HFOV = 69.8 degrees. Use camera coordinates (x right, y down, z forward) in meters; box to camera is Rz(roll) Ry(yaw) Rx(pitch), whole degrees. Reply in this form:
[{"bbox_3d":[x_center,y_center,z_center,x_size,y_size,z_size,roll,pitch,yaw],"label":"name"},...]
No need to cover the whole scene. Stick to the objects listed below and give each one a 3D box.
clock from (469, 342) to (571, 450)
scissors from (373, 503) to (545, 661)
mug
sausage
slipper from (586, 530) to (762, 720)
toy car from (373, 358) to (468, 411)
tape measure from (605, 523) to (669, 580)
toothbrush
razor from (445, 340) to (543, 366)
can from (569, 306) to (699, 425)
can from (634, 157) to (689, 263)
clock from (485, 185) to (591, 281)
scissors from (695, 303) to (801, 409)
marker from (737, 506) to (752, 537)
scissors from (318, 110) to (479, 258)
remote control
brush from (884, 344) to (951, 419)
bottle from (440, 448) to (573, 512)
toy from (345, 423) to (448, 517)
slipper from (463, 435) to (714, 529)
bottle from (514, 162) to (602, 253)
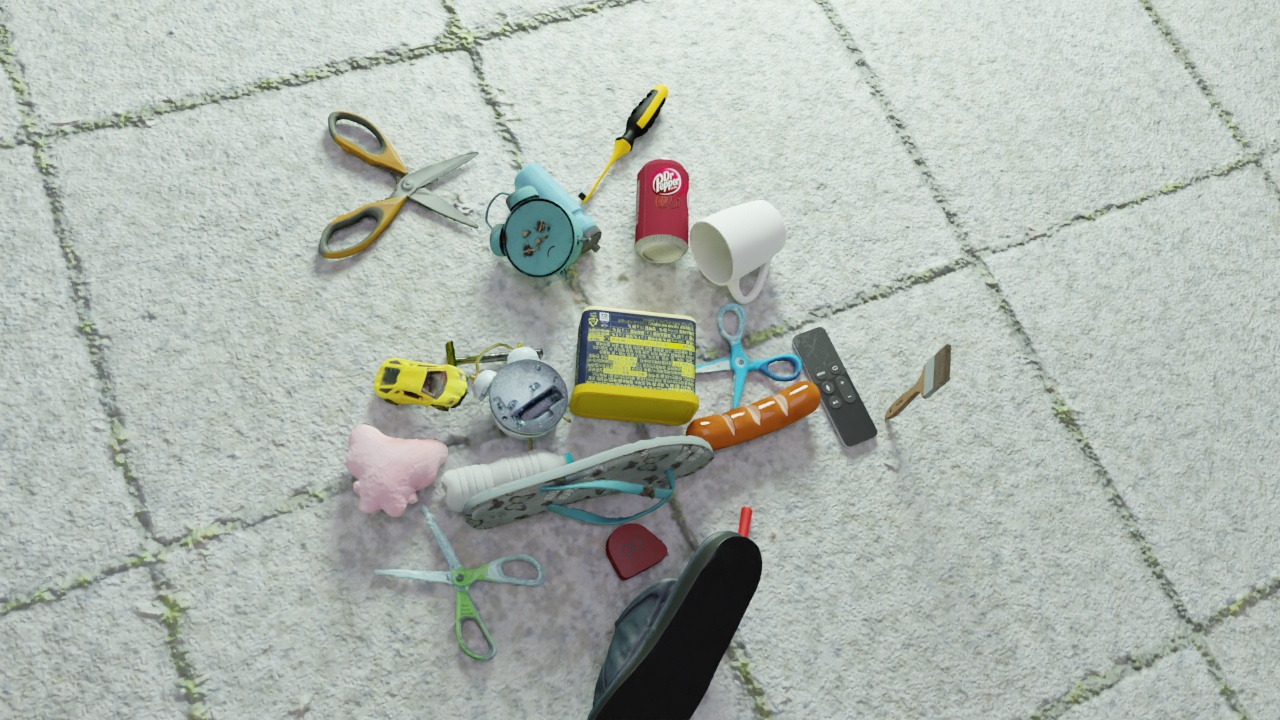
[{"bbox_3d":[-0.129,0.032,0.979,0.083,0.057,0.117,-35,84,-17],"label":"clock"},{"bbox_3d":[-0.177,0.218,0.931,0.165,0.024,0.171,-25,78,-12],"label":"scissors"},{"bbox_3d":[0.122,-0.127,1.086,0.087,0.081,0.114,-28,108,-25],"label":"mug"},{"bbox_3d":[0.127,0.065,1.023,0.164,0.044,0.039,-18,33,-16],"label":"sausage"},{"bbox_3d":[0.018,0.280,0.911,0.109,0.083,0.265,40,78,-35],"label":"slipper"},{"bbox_3d":[-0.231,0.024,0.969,0.107,0.030,0.049,6,67,17],"label":"toy car"},{"bbox_3d":[-0.006,0.197,0.963,0.058,0.019,0.051,-23,73,-24],"label":"tape measure"},{"bbox_3d":[-0.019,-0.269,1.134,0.031,0.031,0.196,40,70,-21],"label":"toothbrush"},{"bbox_3d":[-0.160,-0.003,1.012,0.105,0.026,0.042,-6,68,-16],"label":"razor"},{"bbox_3d":[-0.006,0.006,1.007,0.135,0.075,0.104,6,66,-8],"label":"can"},{"bbox_3d":[0.026,-0.177,1.087,0.063,0.063,0.114,5,69,-8],"label":"can"},{"bbox_3d":[-0.121,-0.145,1.039,0.124,0.053,0.090,34,104,12],"label":"clock"},{"bbox_3d":[0.126,-0.001,1.066,0.140,0.011,0.133,12,65,-5],"label":"scissors"},{"bbox_3d":[0.102,0.225,0.975,0.013,0.013,0.142,15,68,-4],"label":"marker"},{"bbox_3d":[-0.295,-0.199,1.064,0.225,0.016,0.229,35,68,3],"label":"scissors"},{"bbox_3d":[0.226,0.030,1.073,0.045,0.008,0.146,-20,74,-16],"label":"remote control"},{"bbox_3d":[0.303,0.035,1.012,0.008,0.143,0.045,17,59,-5],"label":"brush"},{"bbox_3d":[-0.136,0.122,0.955,0.136,0.044,0.044,-13,72,-14],"label":"bottle"},{"bbox_3d":[-0.252,0.113,0.934,0.102,0.050,0.093,10,65,-10],"label":"toy"},{"bbox_3d":[-0.044,0.134,0.935,0.268,0.098,0.054,-12,57,-13],"label":"slipper"},{"bbox_3d":[-0.093,-0.175,1.078,0.040,0.040,0.130,-40,80,-21],"label":"bottle"}]
